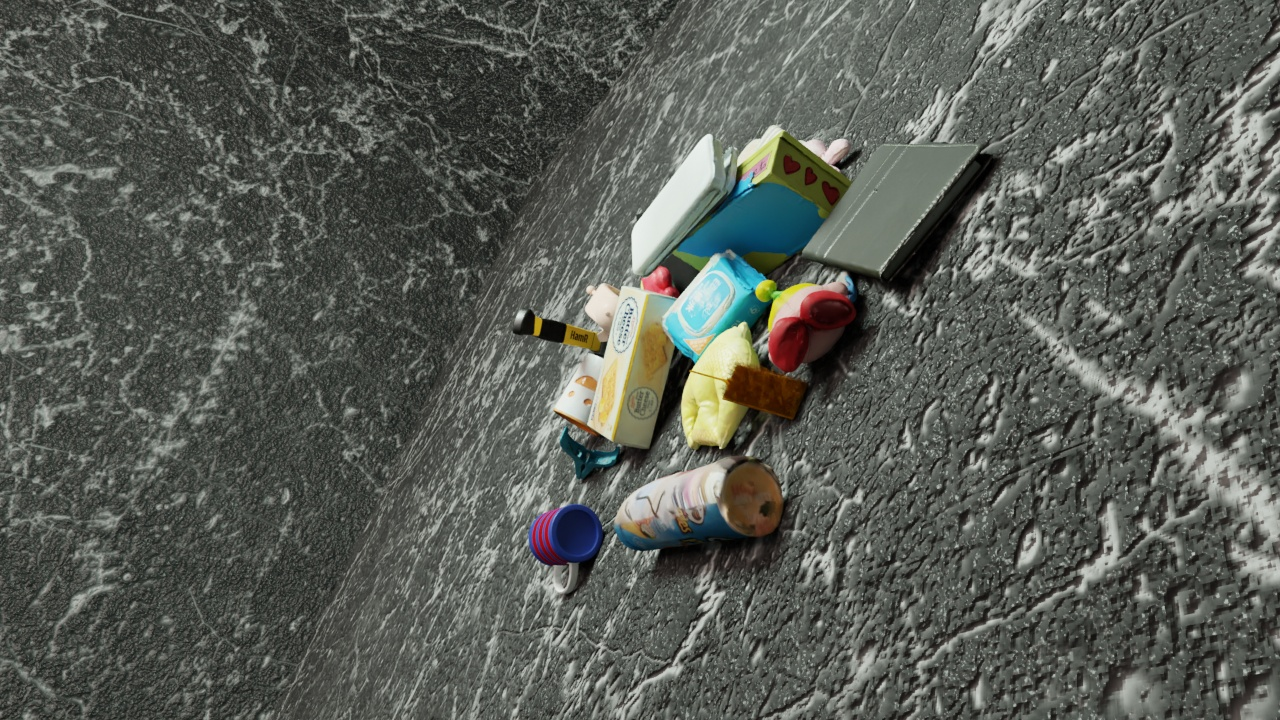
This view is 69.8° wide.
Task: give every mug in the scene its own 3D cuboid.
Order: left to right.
[{"bbox_3d":[-0.099,0.250,1.211,0.076,0.074,0.111,-29,60,57],"label":"mug"},{"bbox_3d":[-0.075,0.053,1.433,0.105,0.082,0.082,-61,18,-9],"label":"mug"}]

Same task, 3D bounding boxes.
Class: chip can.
[{"bbox_3d":[0.051,0.152,0.948,0.230,0.080,0.079,-28,35,58],"label":"chip can"}]

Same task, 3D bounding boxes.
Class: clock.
[{"bbox_3d":[-0.023,-0.052,1.386,0.086,0.131,0.160,-58,18,2],"label":"clock"}]

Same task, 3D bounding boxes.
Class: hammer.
[{"bbox_3d":[-0.112,-0.035,1.435,0.324,0.034,0.170,14,-92,-68],"label":"hammer"}]

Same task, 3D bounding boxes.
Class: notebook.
[{"bbox_3d":[0.051,-0.151,1.378,0.232,0.019,0.169,-178,79,-70],"label":"notebook"},{"bbox_3d":[0.263,-0.163,0.971,0.169,0.029,0.209,-52,20,3],"label":"notebook"}]

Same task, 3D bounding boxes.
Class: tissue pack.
[{"bbox_3d":[0.095,-0.065,1.160,0.144,0.061,0.093,-51,50,12],"label":"tissue pack"}]

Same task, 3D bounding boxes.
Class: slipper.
[{"bbox_3d":[0.184,-0.292,1.370,0.114,0.054,0.272,-61,17,8],"label":"slipper"}]

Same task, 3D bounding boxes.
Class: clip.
[{"bbox_3d":[-0.068,0.138,1.330,0.119,0.120,0.033,-2,51,29],"label":"clip"}]

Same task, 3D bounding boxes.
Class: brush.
[{"bbox_3d":[0.110,0.025,0.971,0.126,0.017,0.048,16,70,28],"label":"brush"}]

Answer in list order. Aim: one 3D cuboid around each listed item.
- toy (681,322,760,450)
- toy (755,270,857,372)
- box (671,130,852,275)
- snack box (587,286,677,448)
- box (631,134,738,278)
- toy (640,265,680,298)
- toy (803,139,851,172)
[{"bbox_3d":[0.093,0.029,1.070,0.171,0.064,0.154,158,129,-72],"label":"toy"},{"bbox_3d":[0.170,-0.055,0.964,0.124,0.097,0.131,-48,0,10],"label":"toy"},{"bbox_3d":[0.150,-0.182,1.165,0.222,0.124,0.079,-37,30,52],"label":"box"},{"bbox_3d":[-0.007,0.007,1.257,0.104,0.057,0.208,25,102,65],"label":"snack box"},{"bbox_3d":[0.047,-0.196,1.187,0.214,0.063,0.118,-40,31,44],"label":"box"},{"bbox_3d":[0.030,-0.099,1.348,0.045,0.091,0.135,-25,3,-9],"label":"toy"},{"bbox_3d":[0.231,-0.257,1.196,0.063,0.047,0.110,-62,29,-2],"label":"toy"}]
